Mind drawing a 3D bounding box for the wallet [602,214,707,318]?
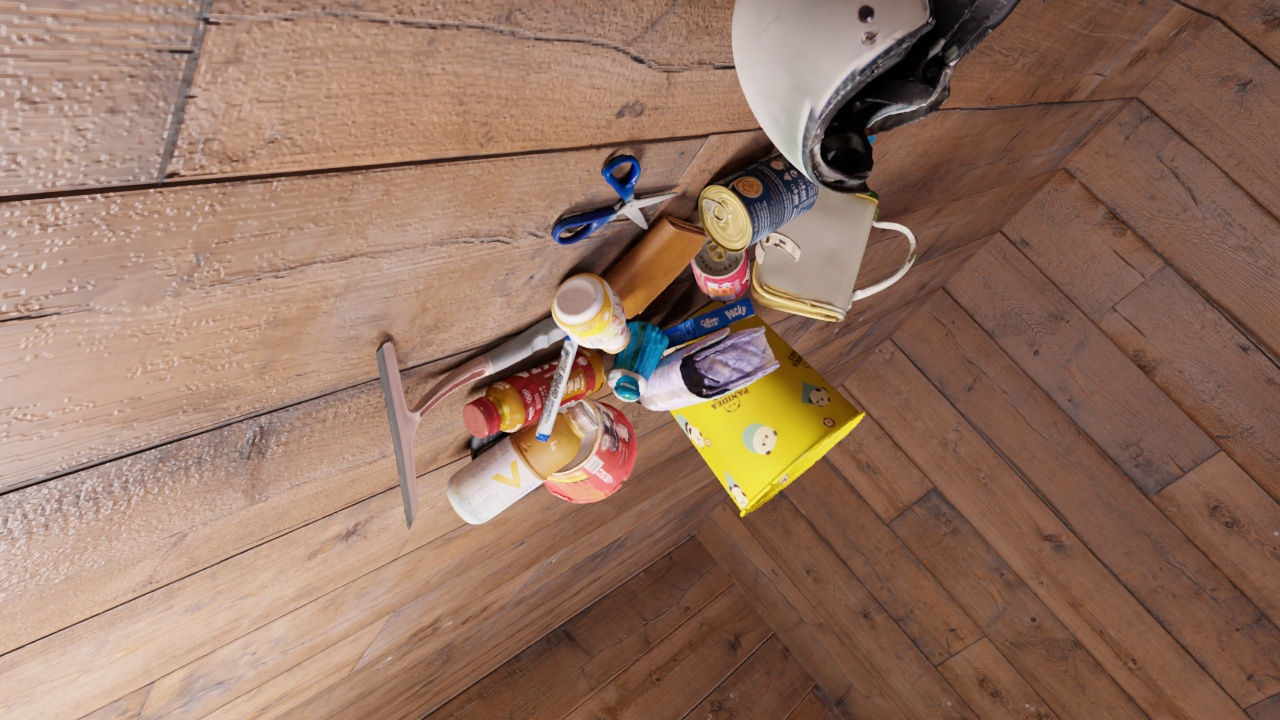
[{"bbox_3d":[0.012,-0.096,0.985,0.131,0.035,0.118,-44,164,20],"label":"wallet"}]

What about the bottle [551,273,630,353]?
[{"bbox_3d":[-0.044,-0.042,0.920,0.063,0.063,0.108,-41,152,1],"label":"bottle"}]

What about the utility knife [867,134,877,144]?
[{"bbox_3d":[0.240,-0.205,1.187,0.034,0.018,0.239,-25,150,-52],"label":"utility knife"}]

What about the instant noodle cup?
[{"bbox_3d":[-0.082,0.101,1.150,0.138,0.138,0.108,-40,156,-1],"label":"instant noodle cup"}]

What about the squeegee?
[{"bbox_3d":[-0.152,0.012,0.894,0.248,0.040,0.248,-37,148,-34],"label":"squeegee"}]

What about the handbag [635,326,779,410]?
[{"bbox_3d":[0.077,0.011,1.145,0.134,0.075,0.194,-23,178,-19],"label":"handbag"}]

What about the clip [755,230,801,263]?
[{"bbox_3d":[0.138,-0.145,1.023,0.071,0.100,0.035,-4,132,-19],"label":"clip"}]

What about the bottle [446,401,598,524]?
[{"bbox_3d":[-0.135,0.115,1.063,0.189,0.068,0.068,-35,165,5],"label":"bottle"}]

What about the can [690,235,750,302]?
[{"bbox_3d":[0.095,-0.112,1.078,0.066,0.066,0.094,-40,165,0],"label":"can"}]

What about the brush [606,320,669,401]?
[{"bbox_3d":[-0.006,0.006,1.014,0.315,0.060,0.109,118,-7,-81],"label":"brush"}]

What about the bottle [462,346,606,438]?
[{"bbox_3d":[-0.116,0.036,1.011,0.174,0.057,0.058,-26,159,-43],"label":"bottle"}]

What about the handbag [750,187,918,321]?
[{"bbox_3d":[0.232,-0.126,1.089,0.063,0.179,0.163,68,39,-79],"label":"handbag"}]

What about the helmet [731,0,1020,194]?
[{"bbox_3d":[0.166,-0.265,0.651,0.273,0.157,0.230,-49,165,-11],"label":"helmet"}]

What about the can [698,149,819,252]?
[{"bbox_3d":[0.127,-0.171,0.971,0.111,0.075,0.075,-32,163,-29],"label":"can"}]

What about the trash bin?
[{"bbox_3d":[0.153,0.058,1.335,0.229,0.255,0.230,-37,165,-12],"label":"trash bin"}]

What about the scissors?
[{"bbox_3d":[-0.016,-0.144,0.831,0.162,0.012,0.165,-34,164,-27],"label":"scissors"}]

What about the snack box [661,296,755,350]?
[{"bbox_3d":[0.075,-0.043,1.176,0.084,0.026,0.157,-21,180,-20],"label":"snack box"}]

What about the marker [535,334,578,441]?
[{"bbox_3d":[-0.084,0.016,0.977,0.017,0.017,0.146,5,104,-69],"label":"marker"}]

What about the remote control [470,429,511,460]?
[{"bbox_3d":[-0.175,0.085,1.073,0.053,0.024,0.137,-29,164,-27],"label":"remote control"}]
